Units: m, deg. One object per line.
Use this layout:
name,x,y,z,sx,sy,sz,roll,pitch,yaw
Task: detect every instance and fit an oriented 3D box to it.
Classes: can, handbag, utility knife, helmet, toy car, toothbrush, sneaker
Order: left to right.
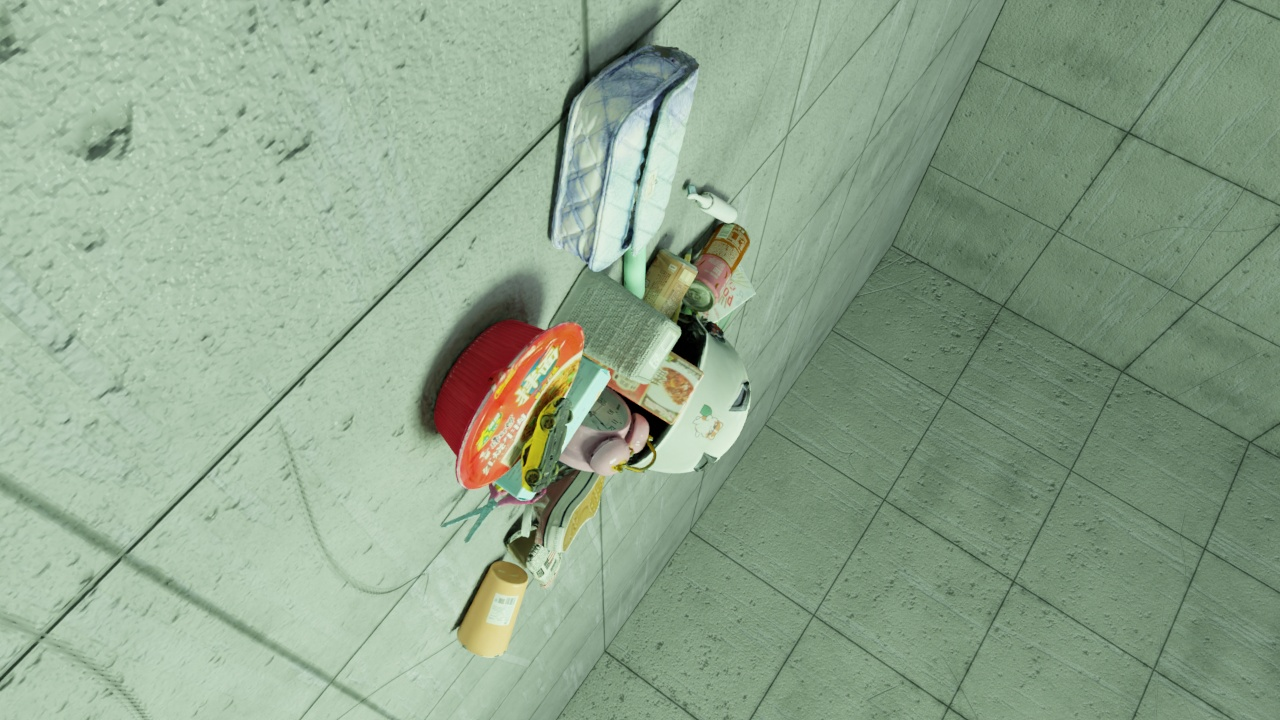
toy car,-0.099,0.085,0.948,0.048,0.032,0.105,-13,122,-69
sneaker,-0.109,0.188,1.278,0.240,0.088,0.118,-48,152,-69
handbag,-0.013,-0.179,0.849,0.133,0.075,0.194,-47,163,-36
toothbrush,-0.007,-0.134,1.061,0.225,0.026,0.027,92,-6,-63
can,0.022,-0.083,1.194,0.116,0.058,0.058,-59,165,6
utility knife,0.047,-0.070,1.231,0.031,0.022,0.220,-43,-150,45
helmet,0.065,0.057,1.260,0.230,0.156,0.274,-62,-158,5
toothbrush,0.095,-0.210,1.234,0.220,0.027,0.026,-5,84,-71
can,0.108,-0.136,1.320,0.146,0.058,0.058,-58,169,-38

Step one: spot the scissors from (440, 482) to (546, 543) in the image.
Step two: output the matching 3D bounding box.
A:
scissors,-0.165,0.165,1.061,0.133,0.130,0.017,-60,136,-52

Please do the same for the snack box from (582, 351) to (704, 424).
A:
snack box,-0.007,0.006,1.099,0.075,0.153,0.025,-58,175,1

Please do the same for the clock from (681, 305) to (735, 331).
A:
clock,0.102,-0.071,1.486,0.160,0.056,0.116,-45,160,-40

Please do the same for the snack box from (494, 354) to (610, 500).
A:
snack box,-0.113,0.065,1.030,0.175,0.074,0.051,-57,164,-2

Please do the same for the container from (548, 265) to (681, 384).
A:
container,-0.025,-0.035,1.030,0.090,0.114,0.090,-58,165,3

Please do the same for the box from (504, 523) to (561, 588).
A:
box,-0.144,0.294,1.361,0.075,0.083,0.164,-32,153,-13

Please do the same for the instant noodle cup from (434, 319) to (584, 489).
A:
instant noodle cup,-0.137,0.031,0.904,0.193,0.066,0.194,-51,163,-23

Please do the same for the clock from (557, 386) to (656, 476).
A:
clock,-0.052,0.084,1.102,0.117,0.158,0.060,-37,159,-58

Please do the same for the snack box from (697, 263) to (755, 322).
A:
snack box,0.121,-0.115,1.406,0.027,0.084,0.156,-25,-174,33

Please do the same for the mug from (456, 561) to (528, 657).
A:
mug,-0.211,0.358,1.333,0.123,0.078,0.078,-67,163,17
